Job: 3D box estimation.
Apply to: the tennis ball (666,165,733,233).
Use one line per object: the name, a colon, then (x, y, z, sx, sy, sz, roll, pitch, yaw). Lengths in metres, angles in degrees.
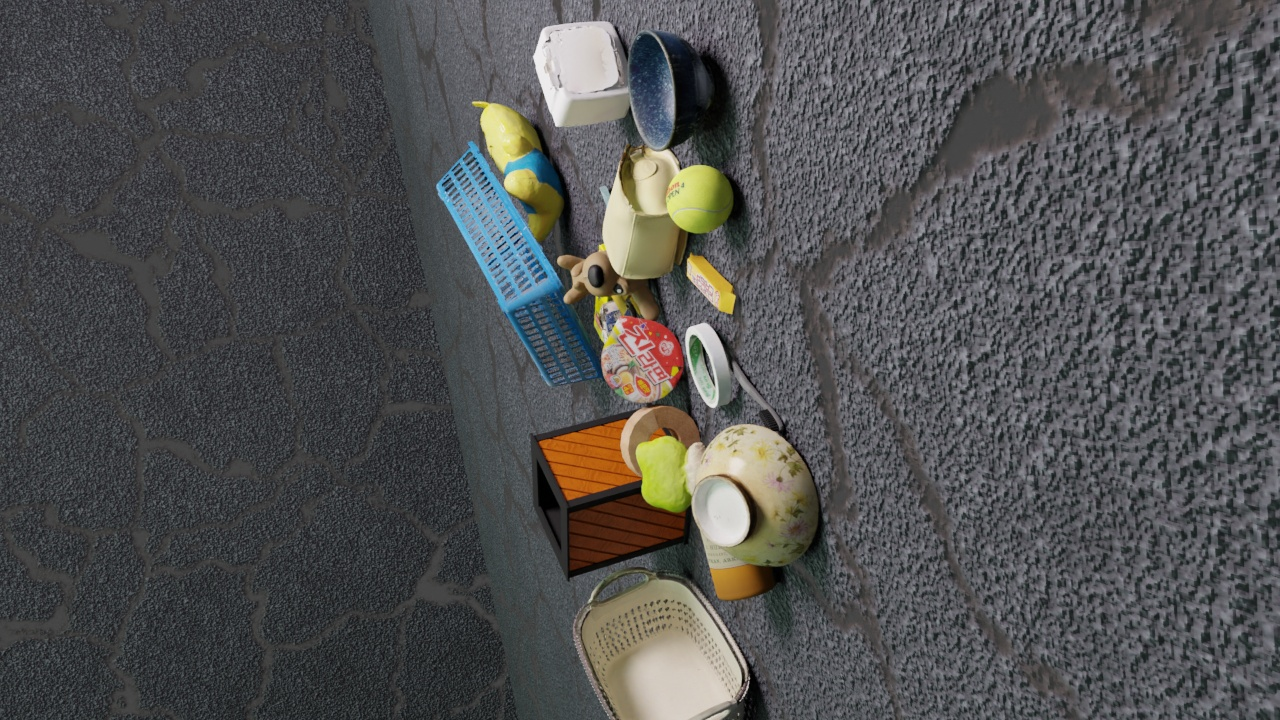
tennis ball: (0.058, -0.157, 0.892, 0.065, 0.065, 0.065, 166, 90, -71)

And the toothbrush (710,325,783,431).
toothbrush: (0.105, 0.016, 0.958, 0.167, 0.013, 0.013, -119, 24, -43)

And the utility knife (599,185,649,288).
utility knife: (-0.021, -0.156, 1.185, 0.031, 0.015, 0.174, -47, 57, 50)

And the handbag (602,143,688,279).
handbag: (0.005, -0.169, 1.018, 0.119, 0.081, 0.111, 105, 153, -56)

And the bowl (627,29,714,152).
bowl: (0.036, -0.264, 0.890, 0.114, 0.060, 0.114, 165, 90, -72)

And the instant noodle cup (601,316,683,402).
instant noodle cup: (-0.007, 0.007, 1.150, 0.112, 0.100, 0.100, 147, 108, -78)

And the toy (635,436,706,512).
toy: (0.053, 0.131, 1.060, 0.043, 0.118, 0.092, -25, -72, -66)

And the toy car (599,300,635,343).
toy car: (-0.025, -0.025, 1.228, 0.040, 0.048, 0.113, -160, 59, -72)

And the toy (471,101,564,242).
toy: (-0.182, -0.306, 1.416, 0.149, 0.084, 0.213, 71, 175, -58)

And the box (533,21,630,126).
box: (-0.063, -0.341, 1.050, 0.095, 0.102, 0.107, 126, 128, -63)

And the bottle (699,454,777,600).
bottle: (0.097, 0.176, 0.999, 0.068, 0.067, 0.157, 159, 97, -70)

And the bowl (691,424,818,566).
bowl: (0.097, 0.140, 0.900, 0.145, 0.063, 0.145, 11, 107, 41)

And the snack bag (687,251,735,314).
snack bag: (0.073, -0.082, 0.968, 0.099, 0.020, 0.026, -126, 28, -47)

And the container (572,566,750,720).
container: (0.028, 0.402, 1.185, 0.251, 0.184, 0.143, -129, 23, -50)

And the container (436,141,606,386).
container: (-0.190, -0.134, 1.401, 0.362, 0.089, 0.257, 56, 174, 37)

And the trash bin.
trash bin: (-0.040, 0.171, 1.214, 0.139, 0.171, 0.140, -124, 28, -45)

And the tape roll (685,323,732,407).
tape roll: (0.074, 0.005, 1.006, 0.094, 0.018, 0.094, 163, 90, -77)

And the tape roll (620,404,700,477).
tape roll: (0.024, 0.101, 1.111, 0.027, 0.094, 0.094, -168, 66, -69)

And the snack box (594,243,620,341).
snack box: (-0.041, -0.092, 1.258, 0.148, 0.028, 0.040, 97, 153, -44)

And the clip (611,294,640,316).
clip: (-0.014, -0.087, 1.204, 0.047, 0.046, 0.054, 45, -167, -50)

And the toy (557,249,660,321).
toy: (-0.042, -0.108, 1.135, 0.108, 0.105, 0.134, -3, 100, 38)
